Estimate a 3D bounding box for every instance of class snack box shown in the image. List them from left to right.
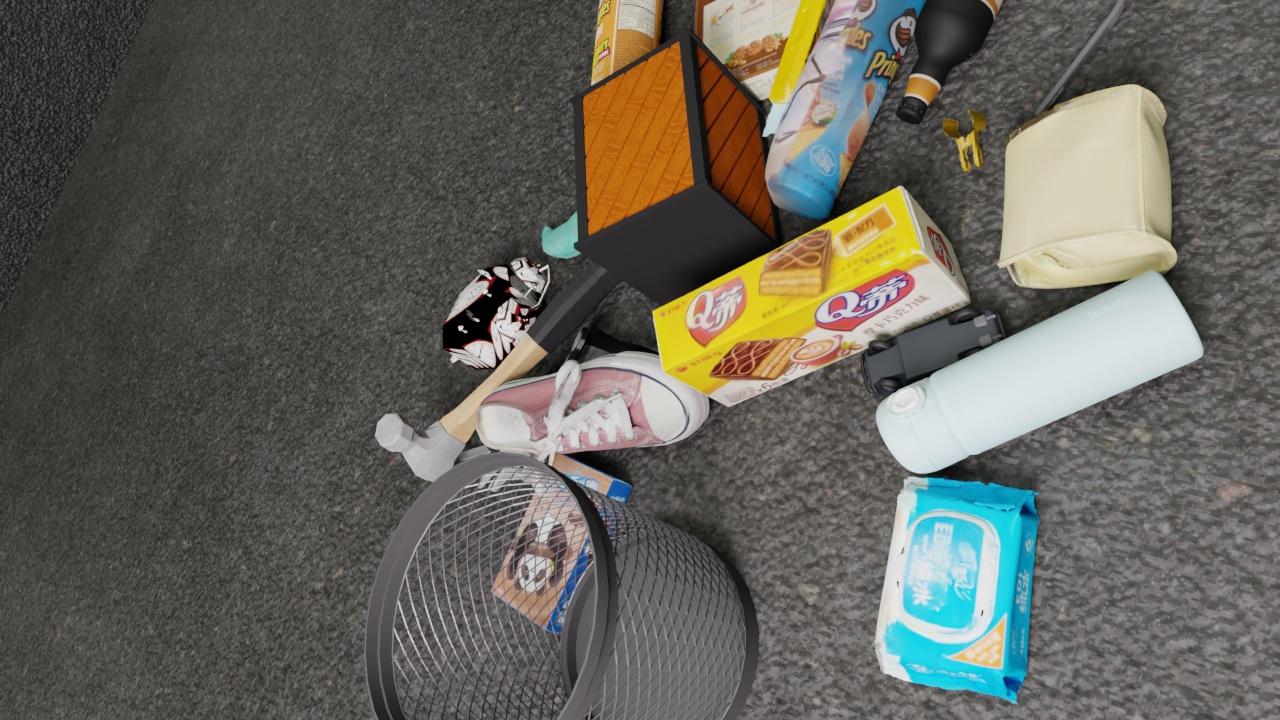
[{"bbox_3d":[-0.076,0.170,0.869,0.087,0.034,0.151,19,82,43],"label":"snack box"},{"bbox_3d":[0.123,-0.335,0.927,0.143,0.041,0.146,-13,63,34],"label":"snack box"},{"bbox_3d":[0.133,-0.043,0.745,0.231,0.110,0.061,-25,58,28],"label":"snack box"}]

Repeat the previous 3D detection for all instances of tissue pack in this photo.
[{"bbox_3d":[0.215,0.150,0.627,0.093,0.061,0.144,0,70,39],"label":"tissue pack"}]

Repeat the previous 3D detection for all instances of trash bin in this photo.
[{"bbox_3d":[-0.048,0.204,0.701,0.218,0.227,0.217,-17,61,33],"label":"trash bin"},{"bbox_3d":[0.033,-0.174,0.862,0.140,0.139,0.171,-21,59,31],"label":"trash bin"}]

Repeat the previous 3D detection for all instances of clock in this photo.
[{"bbox_3d":[-0.156,-0.059,0.992,0.155,0.065,0.114,-26,40,36],"label":"clock"}]

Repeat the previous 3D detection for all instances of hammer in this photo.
[{"bbox_3d":[-0.116,-0.006,0.938,0.328,0.131,0.039,-46,49,1],"label":"hammer"}]

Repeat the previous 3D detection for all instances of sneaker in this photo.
[{"bbox_3d":[-0.059,0.053,0.838,0.241,0.087,0.118,-8,107,26],"label":"sneaker"}]

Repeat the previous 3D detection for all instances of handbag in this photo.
[{"bbox_3d":[0.317,-0.120,0.657,0.111,0.081,0.119,-10,66,44],"label":"handbag"}]

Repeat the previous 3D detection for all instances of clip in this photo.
[{"bbox_3d":[-0.129,0.100,0.939,0.102,0.050,0.058,-57,35,5],"label":"clip"},{"bbox_3d":[0.264,-0.180,0.749,0.045,0.054,0.049,27,113,23],"label":"clip"}]

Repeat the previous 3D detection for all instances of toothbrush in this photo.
[{"bbox_3d":[0.364,-0.261,0.722,0.013,0.013,0.167,40,98,34],"label":"toothbrush"}]

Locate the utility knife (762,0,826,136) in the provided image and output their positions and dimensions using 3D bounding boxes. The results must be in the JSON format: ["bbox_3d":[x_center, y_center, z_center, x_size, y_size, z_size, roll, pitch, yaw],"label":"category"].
[{"bbox_3d":[0.145,-0.291,0.853,0.030,0.017,0.179,14,80,43],"label":"utility knife"}]

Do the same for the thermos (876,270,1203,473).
[{"bbox_3d":[0.268,0.014,0.637,0.207,0.078,0.065,-29,43,23],"label":"thermos"}]

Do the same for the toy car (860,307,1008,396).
[{"bbox_3d":[0.225,-0.005,0.705,0.112,0.034,0.046,-22,59,29],"label":"toy car"}]

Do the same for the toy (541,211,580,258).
[{"bbox_3d":[-0.067,-0.152,1.008,0.105,0.033,0.085,-44,39,16],"label":"toy"}]

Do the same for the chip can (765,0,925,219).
[{"bbox_3d":[0.180,-0.244,0.820,0.080,0.079,0.229,22,85,42],"label":"chip can"}]

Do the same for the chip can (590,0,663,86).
[{"bbox_3d":[-0.014,-0.346,1.020,0.075,0.075,0.214,-11,64,35],"label":"chip can"}]

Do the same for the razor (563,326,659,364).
[{"bbox_3d":[-0.005,0.005,0.876,0.156,0.060,0.057,16,68,22],"label":"razor"}]

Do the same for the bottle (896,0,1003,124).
[{"bbox_3d":[0.266,-0.286,0.780,0.059,0.059,0.181,24,87,42],"label":"bottle"}]
